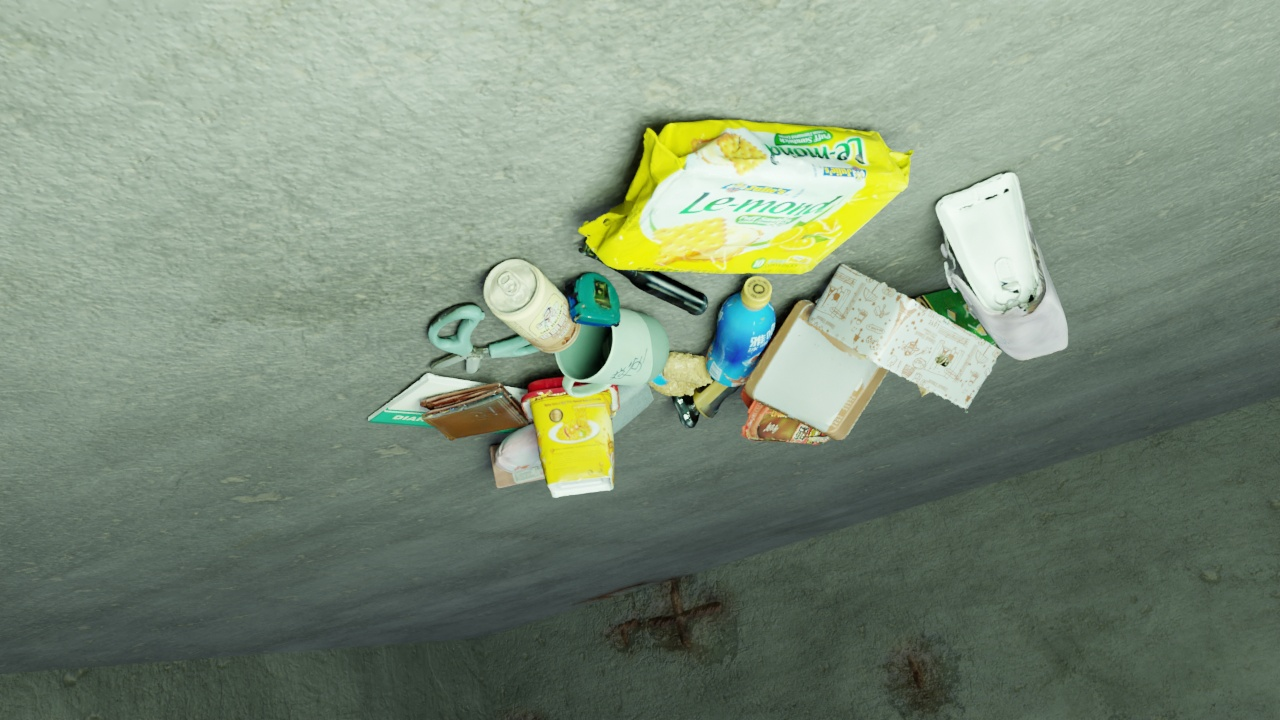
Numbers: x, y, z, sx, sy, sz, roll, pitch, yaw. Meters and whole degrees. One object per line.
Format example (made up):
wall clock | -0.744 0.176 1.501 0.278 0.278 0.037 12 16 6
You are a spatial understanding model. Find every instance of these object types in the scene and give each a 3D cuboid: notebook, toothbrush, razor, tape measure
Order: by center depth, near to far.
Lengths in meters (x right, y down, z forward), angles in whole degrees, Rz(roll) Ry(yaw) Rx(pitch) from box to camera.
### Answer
tape measure | -0.045 -0.060 0.900 0.058 0.054 0.025 6 155 -44
toothbrush | 0.006 -0.083 0.917 0.027 0.026 0.212 -56 145 10
notebook | -0.212 0.060 1.152 0.208 0.012 0.151 10 152 -41
razor | 0.101 0.032 1.246 0.067 0.062 0.168 29 138 -15

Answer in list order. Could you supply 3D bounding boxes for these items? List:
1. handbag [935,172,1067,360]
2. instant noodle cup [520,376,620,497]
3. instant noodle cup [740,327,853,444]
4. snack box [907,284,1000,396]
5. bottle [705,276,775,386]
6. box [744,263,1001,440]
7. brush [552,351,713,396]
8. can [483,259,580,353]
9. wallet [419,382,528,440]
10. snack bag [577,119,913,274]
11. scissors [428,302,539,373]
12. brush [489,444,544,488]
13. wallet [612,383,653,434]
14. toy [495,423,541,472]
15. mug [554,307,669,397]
handbag | 0.382 -0.087 0.963 0.099 0.144 0.197 -25 156 22
instant noodle cup | -0.077 0.092 1.092 0.116 0.123 0.116 -7 160 -2
instant noodle cup | 0.207 0.026 1.182 0.188 0.079 0.165 7 119 -43
snack box | 0.388 -0.035 1.176 0.105 0.117 0.118 -24 163 -7
bottle | 0.117 -0.035 1.052 0.065 0.065 0.219 -11 158 -7
box | 0.261 0.015 1.033 0.180 0.157 0.198 25 101 -35
brush | -0.007 0.007 1.110 0.083 0.045 0.254 -20 159 39
can | -0.102 -0.050 0.884 0.058 0.058 0.116 -17 159 11
wallet | -0.197 0.064 1.108 0.101 0.032 0.124 -13 160 4
snack bag | 0.086 -0.136 0.765 0.246 0.068 0.158 -2 158 -27
scissors | -0.165 -0.026 0.970 0.170 0.019 0.181 -18 160 14
brush | -0.147 0.145 1.360 0.145 0.063 0.073 -9 169 -14
wallet | -0.044 0.071 1.226 0.129 0.037 0.106 -37 162 -6
toy | -0.127 0.108 1.266 0.159 0.054 0.122 -23 168 -32
mug | -0.035 -0.004 0.987 0.106 0.082 0.112 7 125 -53
